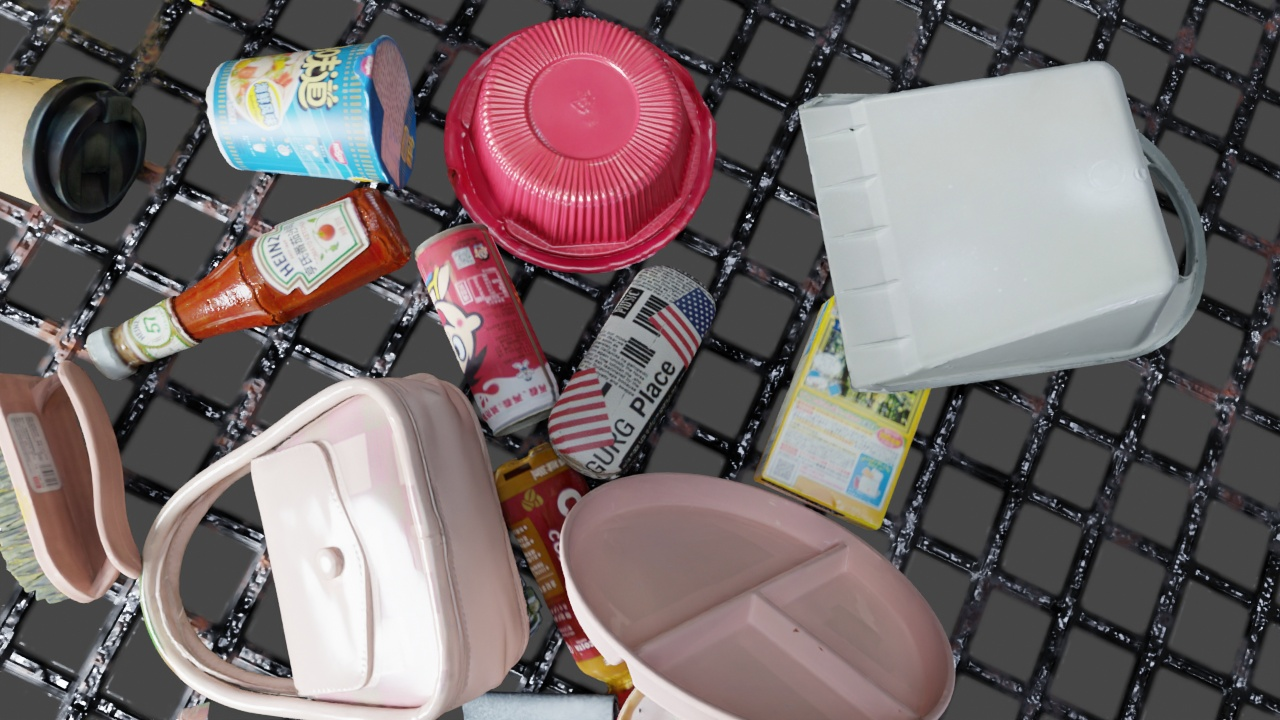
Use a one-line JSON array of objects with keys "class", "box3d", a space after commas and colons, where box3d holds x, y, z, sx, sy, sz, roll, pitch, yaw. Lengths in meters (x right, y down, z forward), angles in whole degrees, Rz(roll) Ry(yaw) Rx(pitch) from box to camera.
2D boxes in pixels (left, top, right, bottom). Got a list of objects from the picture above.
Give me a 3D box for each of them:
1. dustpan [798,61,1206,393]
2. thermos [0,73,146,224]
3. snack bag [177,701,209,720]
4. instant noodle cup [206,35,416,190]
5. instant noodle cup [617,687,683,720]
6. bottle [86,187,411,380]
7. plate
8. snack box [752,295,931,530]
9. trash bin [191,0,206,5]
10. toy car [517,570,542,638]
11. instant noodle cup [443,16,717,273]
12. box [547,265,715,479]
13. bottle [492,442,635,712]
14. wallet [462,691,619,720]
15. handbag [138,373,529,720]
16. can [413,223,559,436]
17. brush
[{"class": "dustpan", "box3d": [0.269, -0.091, 0.654, 0.258, 0.142, 0.222, -12, 73, 18]}, {"class": "thermos", "box3d": [-0.400, -0.145, 0.588, 0.143, 0.093, 0.093, 15, 79, 6]}, {"class": "snack bag", "box3d": [-0.255, 0.258, 0.550, 0.026, 0.048, 0.104, -14, 81, -48]}, {"class": "instant noodle cup", "box3d": [-0.215, -0.163, 0.604, 0.110, 0.099, 0.099, 0, 80, 4]}, {"class": "instant noodle cup", "box3d": [0.049, 0.237, 0.509, 0.138, 0.138, 0.109, -26, 123, -9]}, {"class": "bottle", "box3d": [-0.252, -0.046, 0.594, 0.206, 0.060, 0.059, -26, 83, -5]}, {"class": "plate", "box3d": [0.063, 0.136, 0.521, 0.229, 0.229, 0.028, 17, 112, -2]}, {"class": "snack box", "box3d": [0.143, 0.035, 0.626, 0.087, 0.034, 0.140, 24, 80, 0]}, {"class": "trash bin", "box3d": [-0.269, -0.387, 0.577, 0.229, 0.230, 0.255, 40, 84, 3]}, {"class": "toy car", "box3d": [-0.097, 0.139, 0.586, 0.043, 0.034, 0.090, -32, 83, -7]}, {"class": "instant noodle cup", "box3d": [-0.040, -0.161, 0.629, 0.194, 0.066, 0.193, 1, 79, -5]}, {"class": "box", "box3d": [-0.005, 0.006, 0.602, 0.068, 0.051, 0.163, 41, 61, -14]}, {"class": "bottle", "box3d": [-0.035, 0.138, 0.579, 0.057, 0.057, 0.175, -27, 83, -9]}, {"class": "wallet", "box3d": [-0.057, 0.260, 0.553, 0.097, 0.019, 0.121, -4, 90, 14]}, {"class": "handbag", "box3d": [-0.196, 0.122, 0.548, 0.234, 0.093, 0.193, -15, 82, 15]}, {"class": "can", "box3d": [-0.099, -0.020, 0.604, 0.053, 0.053, 0.132, -23, 83, -9]}, {"class": "brush", "box3d": [-0.354, 0.076, 0.560, 0.073, 0.063, 0.145, -23, 83, 2]}]
